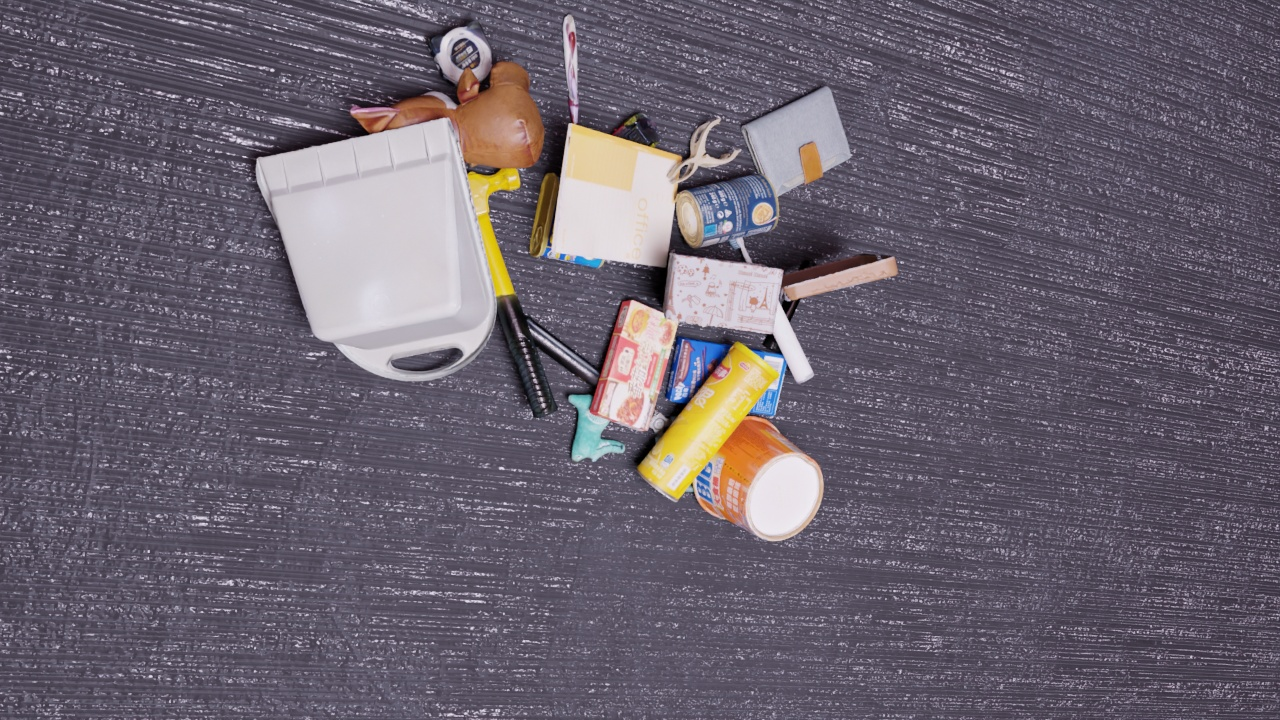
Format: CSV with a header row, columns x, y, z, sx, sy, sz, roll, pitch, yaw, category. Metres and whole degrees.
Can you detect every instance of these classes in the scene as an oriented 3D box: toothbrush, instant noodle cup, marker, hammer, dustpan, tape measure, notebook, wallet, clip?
x,y,z,sx,sy,sz,roll,pitch,yaw,category
-0.065,0.015,1.162,0.212,0.026,0.027,36,74,-18,toothbrush
0.171,-0.072,1.216,0.026,0.026,0.221,-36,101,-53,toothbrush
0.160,0.161,1.209,0.151,0.111,0.151,-8,108,-26,instant noodle cup
-0.080,-0.320,1.109,0.016,0.017,0.188,-6,102,-17,toothbrush
0.204,-0.074,1.244,0.020,0.022,0.132,26,90,-27,marker
-0.163,-0.076,1.094,0.128,0.033,0.301,-20,95,-11,hammer
-0.277,-0.106,1.033,0.223,0.142,0.257,-11,87,4,dustpan
-0.204,-0.349,1.055,0.065,0.033,0.066,-25,104,-11,tape measure
-0.024,-0.191,1.099,0.205,0.010,0.146,1,100,-51,notebook
0.209,-0.284,1.203,0.129,0.037,0.106,-28,106,-12,wallet
0.085,-0.254,1.161,0.096,0.035,0.101,26,80,-27,clip

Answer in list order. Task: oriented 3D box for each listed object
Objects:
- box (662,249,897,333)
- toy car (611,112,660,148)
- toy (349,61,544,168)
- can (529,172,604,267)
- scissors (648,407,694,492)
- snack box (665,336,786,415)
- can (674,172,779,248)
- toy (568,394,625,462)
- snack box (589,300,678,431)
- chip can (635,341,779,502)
x,y,z,sx,sy,sz,roll,pitch,yaw,category
0.162,-0.090,1.110,0.261,0.178,0.103,6,98,-1,box
-0.021,-0.260,1.132,0.106,0.031,0.049,-46,113,-14,toy car
-0.210,-0.261,1.025,0.199,0.130,0.140,-18,143,-4,toy
-0.081,-0.168,1.115,0.083,0.057,0.102,9,96,-22,can
0.033,0.117,1.223,0.185,0.019,0.129,20,92,-19,scissors
0.115,0.022,1.228,0.157,0.026,0.084,9,98,-20,snack box
0.108,-0.189,1.162,0.111,0.075,0.075,-16,104,-18,can
-0.058,0.090,1.182,0.096,0.030,0.092,11,100,-27,toy
-0.007,0.007,1.164,0.075,0.025,0.152,22,78,-26,snack box
0.086,0.079,1.178,0.072,0.072,0.213,37,92,-20,chip can
